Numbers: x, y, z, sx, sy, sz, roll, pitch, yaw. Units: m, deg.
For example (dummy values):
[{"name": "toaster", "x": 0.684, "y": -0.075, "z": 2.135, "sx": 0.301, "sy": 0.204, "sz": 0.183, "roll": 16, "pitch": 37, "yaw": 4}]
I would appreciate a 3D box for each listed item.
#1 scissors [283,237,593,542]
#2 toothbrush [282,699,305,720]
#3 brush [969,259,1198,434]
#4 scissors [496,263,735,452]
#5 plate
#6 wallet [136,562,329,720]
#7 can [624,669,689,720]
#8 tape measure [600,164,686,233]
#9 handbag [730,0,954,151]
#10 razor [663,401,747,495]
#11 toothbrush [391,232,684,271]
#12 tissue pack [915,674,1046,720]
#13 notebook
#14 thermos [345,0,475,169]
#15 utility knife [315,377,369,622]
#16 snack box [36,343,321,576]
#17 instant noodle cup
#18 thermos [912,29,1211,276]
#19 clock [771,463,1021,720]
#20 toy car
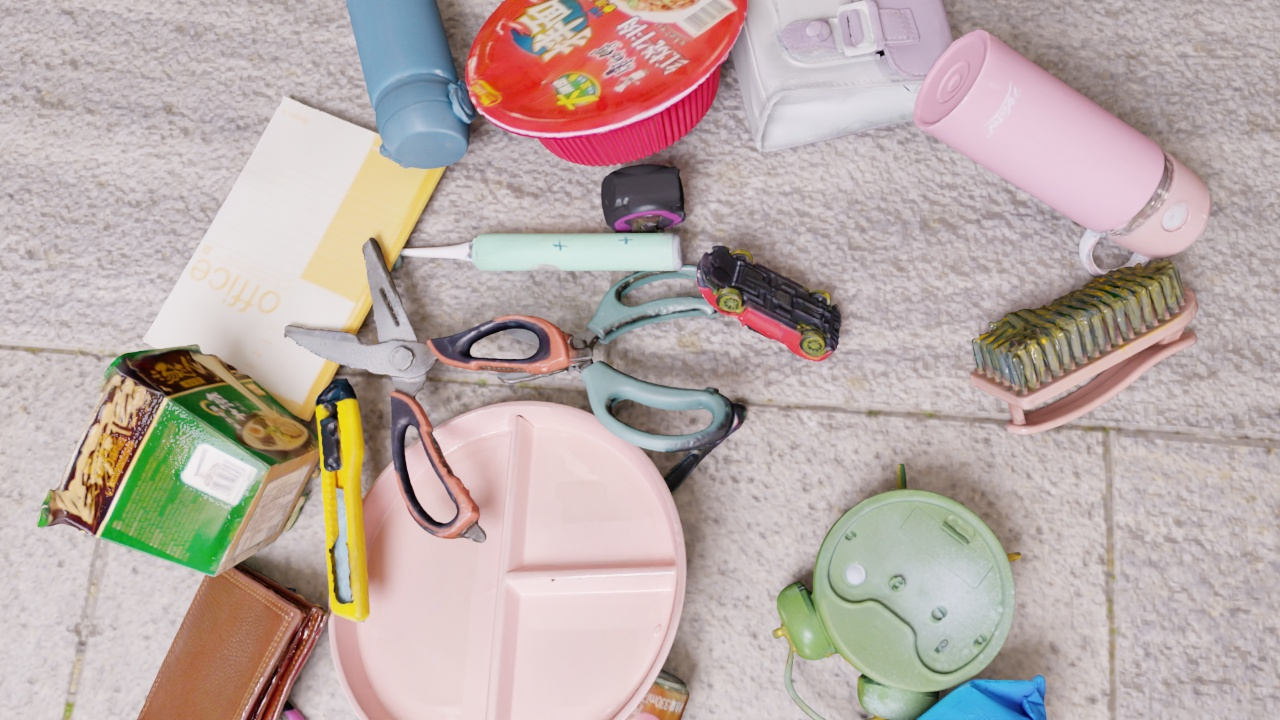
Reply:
[{"name": "scissors", "x": -0.141, "y": 0.014, "z": 0.592, "sx": 0.223, "sy": 0.015, "sz": 0.188, "roll": 7, "pitch": 78, "yaw": 15}, {"name": "toothbrush", "x": -0.170, "y": 0.284, "z": 0.573, "sx": 0.189, "sy": 0.014, "sz": 0.018, "roll": 45, "pitch": 96, "yaw": 11}, {"name": "brush", "x": 0.291, "y": -0.010, "z": 0.591, "sx": 0.145, "sy": 0.063, "sz": 0.073, "roll": -26, "pitch": 107, "yaw": -5}, {"name": "scissors", "x": -0.004, "y": 0.005, "z": 0.592, "sx": 0.173, "sy": 0.019, "sz": 0.178, "roll": -20, "pitch": 56, "yaw": -10}, {"name": "plate", "x": -0.082, "y": 0.134, "z": 0.563, "sx": 0.230, "sy": 0.028, "sz": 0.229, "roll": -6, "pitch": 63, "yaw": 12}, {"name": "wallet", "x": -0.259, "y": 0.194, "z": 0.572, "sx": 0.101, "sy": 0.032, "sz": 0.124, "roll": 15, "pitch": 76, "yaw": 35}, {"name": "can", "x": -0.022, "y": 0.254, "z": 0.547, "sx": 0.058, "sy": 0.058, "sz": 0.147, "roll": 21, "pitch": 79, "yaw": 7}, {"name": "tape measure", "x": 0.002, "y": -0.108, "z": 0.625, "sx": 0.057, "sy": 0.058, "sz": 0.039, "roll": -6, "pitch": 83, "yaw": -2}, {"name": "handbag", "x": 0.131, "y": -0.260, "z": 0.636, "sx": 0.145, "sy": 0.098, "sz": 0.197, "roll": -10, "pitch": 78, "yaw": -5}, {"name": "razor", "x": 0.021, "y": 0.080, "z": 0.602, "sx": 0.042, "sy": 0.022, "sz": 0.142, "roll": 42, "pitch": 83, "yaw": 8}, {"name": "toothbrush", "x": -0.082, "y": -0.075, "z": 0.635, "sx": 0.224, "sy": 0.026, "sz": 0.027, "roll": 1, "pitch": 79, "yaw": 8}, {"name": "tissue pack", "x": 0.167, "y": 0.242, "z": 0.514, "sx": 0.157, "sy": 0.095, "sz": 0.052, "roll": -27, "pitch": 37, "yaw": -19}, {"name": "notebook", "x": -0.243, "y": -0.077, "z": 0.648, "sx": 0.146, "sy": 0.010, "sz": 0.206, "roll": 23, "pitch": 80, "yaw": 14}, {"name": "thermos", "x": -0.169, "y": -0.236, "z": 0.646, "sx": 0.070, "sy": 0.070, "sz": 0.220, "roll": -18, "pitch": 71, "yaw": -1}, {"name": "utility knife", "x": -0.185, "y": 0.086, "z": 0.572, "sx": 0.033, "sy": 0.015, "sz": 0.154, "roll": -15, "pitch": 75, "yaw": 21}, {"name": "snack box", "x": -0.271, "y": 0.066, "z": 0.568, "sx": 0.105, "sy": 0.117, "sz": 0.118, "roll": 29, "pitch": 98, "yaw": 3}, {"name": "instant noodle cup", "x": -0.017, "y": -0.199, "z": 0.619, "sx": 0.194, "sy": 0.066, "sz": 0.193, "roll": -10, "pitch": 54, "yaw": 14}, {"name": "thermos", "x": 0.265, "y": -0.122, "z": 0.583, "sx": 0.198, "sy": 0.067, "sz": 0.087, "roll": 25, "pitch": 113, "yaw": -18}, {"name": "clock", "x": 0.152, "y": 0.152, "z": 0.562, "sx": 0.116, "sy": 0.056, "sz": 0.161, "roll": 38, "pitch": 82, "yaw": 11}, {"name": "toy car", "x": 0.083, "y": -0.038, "z": 0.604, "sx": 0.106, "sy": 0.031, "sz": 0.049, "roll": 27, "pitch": 46, "yaw": -10}]
